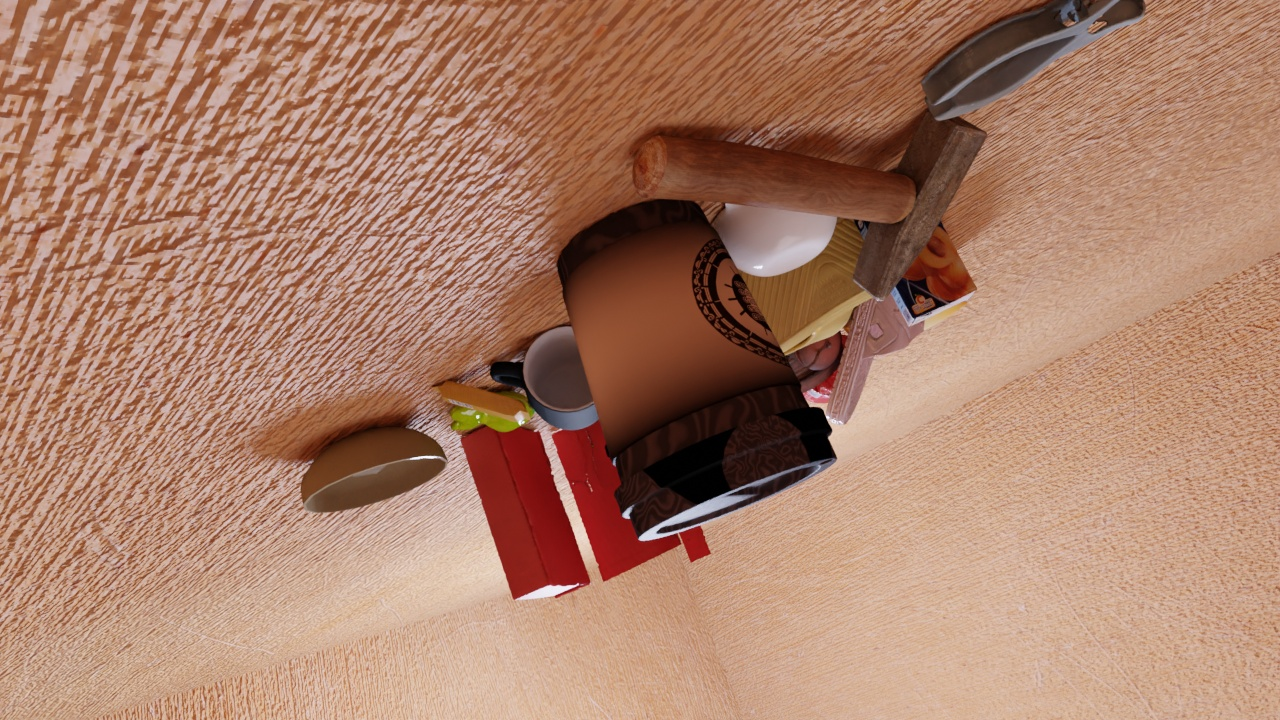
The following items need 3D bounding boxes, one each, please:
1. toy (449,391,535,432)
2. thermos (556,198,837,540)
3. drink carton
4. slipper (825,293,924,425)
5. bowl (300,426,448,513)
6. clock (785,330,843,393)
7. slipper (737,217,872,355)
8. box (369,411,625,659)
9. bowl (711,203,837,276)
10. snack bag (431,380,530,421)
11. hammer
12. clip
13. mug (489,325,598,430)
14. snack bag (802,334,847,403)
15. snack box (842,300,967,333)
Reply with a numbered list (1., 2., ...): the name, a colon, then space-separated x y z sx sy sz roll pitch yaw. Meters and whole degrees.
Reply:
1. toy: -0.159 0.056 0.989 0.093 0.036 0.094 -13 156 -13
2. thermos: 0.032 0.004 0.716 0.172 0.226 0.173 -20 164 -6
3. drink carton: 0.241 -0.103 0.820 0.064 0.130 0.040 -24 168 3
4. slipper: 0.256 -0.034 0.951 0.094 0.064 0.240 -28 137 -58
5. bowl: -0.284 0.109 0.966 0.152 0.050 0.152 -20 164 -6
6. clock: 0.154 -0.014 0.985 0.121 0.072 0.157 -25 -156 10
7. slipper: 0.160 -0.069 0.891 0.263 0.099 0.078 -28 165 8
8. box: -0.221 0.228 1.164 0.352 0.217 0.197 -25 163 14
9. bowl: 0.120 -0.108 0.785 0.114 0.050 0.115 -20 164 -6
10. snack bag: -0.154 0.039 0.895 0.099 0.020 0.026 15 164 8
11. hammer: 0.120 -0.124 0.686 0.300 0.037 0.158 0 126 -35
12. clip: 0.274 -0.228 0.637 0.163 0.028 0.112 -27 165 16
13. mug: -0.087 0.019 0.899 0.121 0.085 0.094 7 162 1
14. snack bag: 0.224 0.011 1.113 0.082 0.082 0.176 -23 172 2
15. snack box: 0.306 -0.075 1.085 0.145 0.080 0.195 -26 164 16
